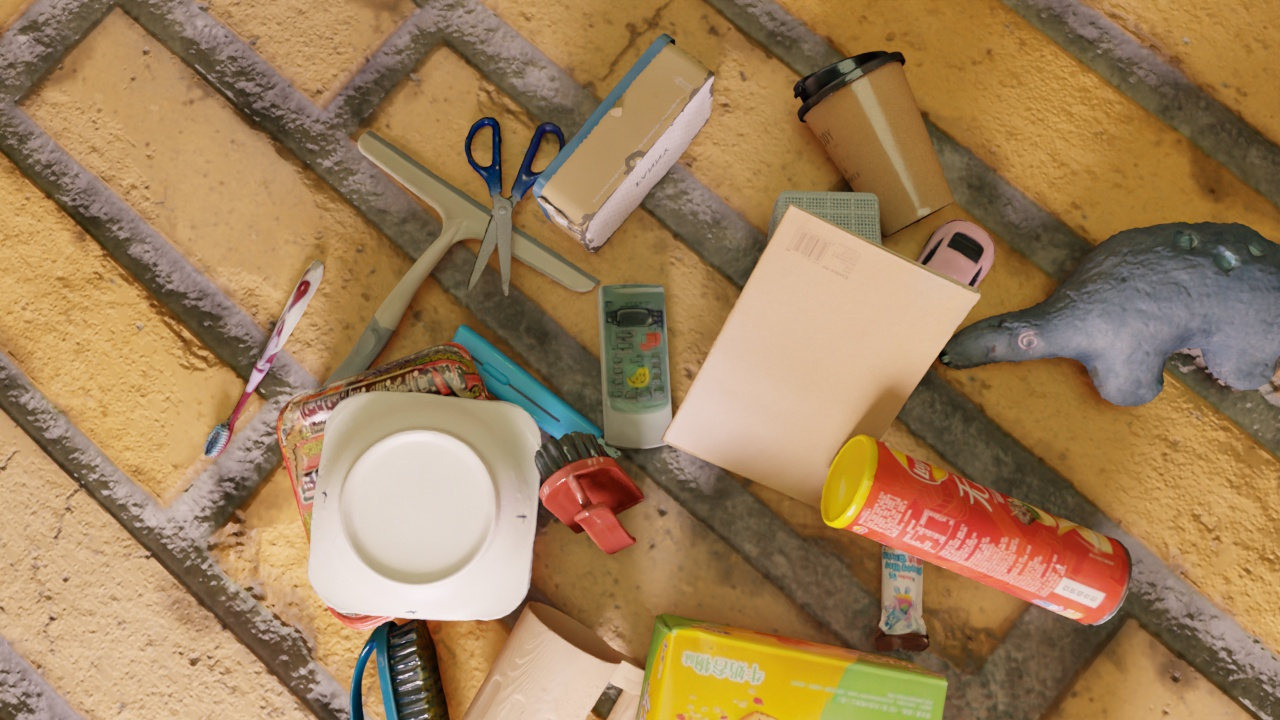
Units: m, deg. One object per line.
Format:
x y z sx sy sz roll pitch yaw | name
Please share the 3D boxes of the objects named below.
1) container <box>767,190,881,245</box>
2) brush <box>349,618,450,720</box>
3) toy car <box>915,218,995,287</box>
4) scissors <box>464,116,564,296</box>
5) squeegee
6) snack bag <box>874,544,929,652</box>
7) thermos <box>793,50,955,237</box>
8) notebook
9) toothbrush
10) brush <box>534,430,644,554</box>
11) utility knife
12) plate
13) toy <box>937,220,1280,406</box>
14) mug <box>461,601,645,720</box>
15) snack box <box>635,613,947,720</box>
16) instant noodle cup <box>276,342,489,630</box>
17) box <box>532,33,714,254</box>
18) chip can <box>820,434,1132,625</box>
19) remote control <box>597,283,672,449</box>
0.142 -0.069 0.721 0.090 0.090 0.111 2 79 3 | container
-0.184 0.273 0.702 0.073 0.055 0.143 -15 81 0 | brush
0.240 -0.058 0.740 0.056 0.037 0.122 33 85 9 | toy car
-0.121 -0.136 0.767 0.147 0.012 0.169 37 74 14 | scissors
-0.205 -0.037 0.758 0.246 0.039 0.246 34 85 7 | squeegee
0.203 0.172 0.711 0.045 0.026 0.105 5 81 -13 | snack bag
0.191 -0.175 0.738 0.093 0.093 0.143 -27 89 -1 | thermos
0.126 0.007 0.676 0.149 0.012 0.212 24 116 -6 | notebook
-0.316 -0.003 0.769 0.016 0.017 0.187 27 84 6 | toothbrush
-0.035 0.101 0.674 0.063 0.146 0.069 -27 67 -1 | brush
-0.086 0.032 0.744 0.166 0.018 0.034 36 87 -3 | utility knife
-0.156 0.104 0.660 0.163 0.034 0.164 4 83 -2 | plate
0.415 -0.038 0.709 0.356 0.091 0.138 -1 109 4 | toy
-0.060 0.258 0.693 0.124 0.084 0.103 33 85 -19 | mug
0.101 0.282 0.664 0.210 0.070 0.157 12 82 -4 | snack box
-0.178 0.097 0.716 0.164 0.079 0.188 -19 80 0 | instant noodle cup
-0.006 -0.177 0.745 0.059 0.090 0.184 37 82 9 | box
0.246 0.125 0.676 0.216 0.073 0.073 22 83 -4 | chip can
-0.004 0.004 0.746 0.056 0.019 0.135 -1 81 -10 | remote control
